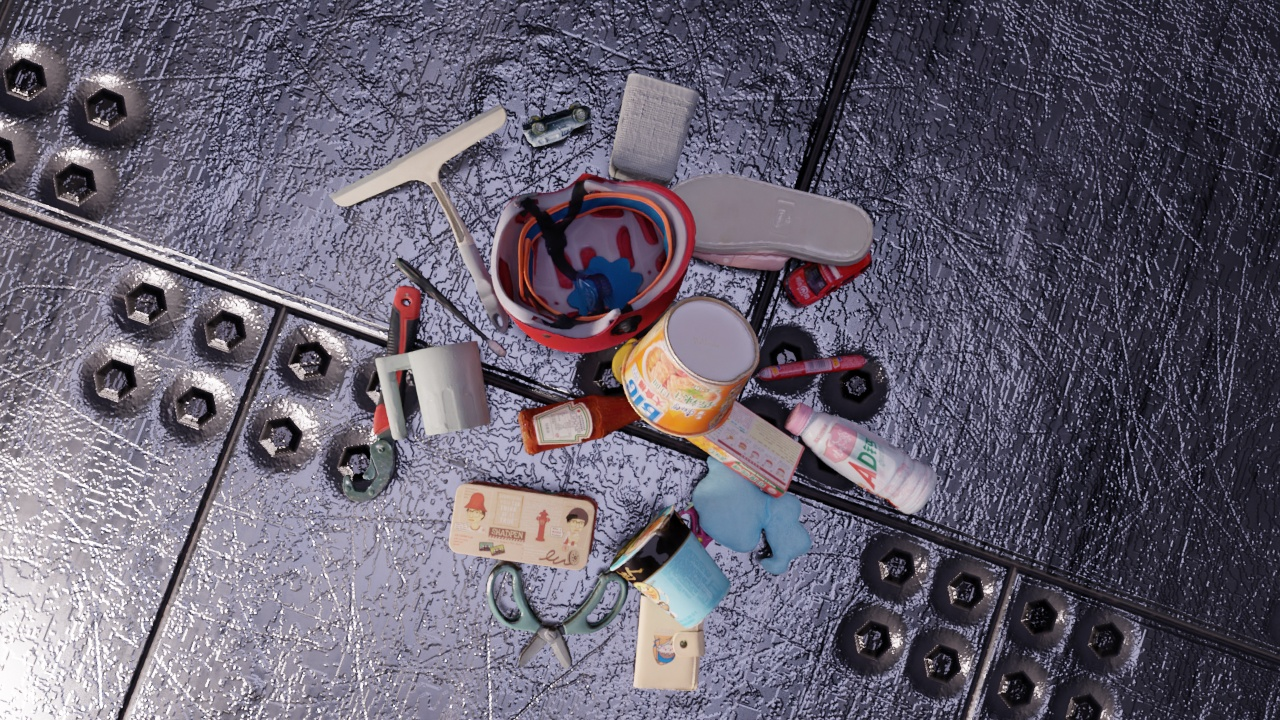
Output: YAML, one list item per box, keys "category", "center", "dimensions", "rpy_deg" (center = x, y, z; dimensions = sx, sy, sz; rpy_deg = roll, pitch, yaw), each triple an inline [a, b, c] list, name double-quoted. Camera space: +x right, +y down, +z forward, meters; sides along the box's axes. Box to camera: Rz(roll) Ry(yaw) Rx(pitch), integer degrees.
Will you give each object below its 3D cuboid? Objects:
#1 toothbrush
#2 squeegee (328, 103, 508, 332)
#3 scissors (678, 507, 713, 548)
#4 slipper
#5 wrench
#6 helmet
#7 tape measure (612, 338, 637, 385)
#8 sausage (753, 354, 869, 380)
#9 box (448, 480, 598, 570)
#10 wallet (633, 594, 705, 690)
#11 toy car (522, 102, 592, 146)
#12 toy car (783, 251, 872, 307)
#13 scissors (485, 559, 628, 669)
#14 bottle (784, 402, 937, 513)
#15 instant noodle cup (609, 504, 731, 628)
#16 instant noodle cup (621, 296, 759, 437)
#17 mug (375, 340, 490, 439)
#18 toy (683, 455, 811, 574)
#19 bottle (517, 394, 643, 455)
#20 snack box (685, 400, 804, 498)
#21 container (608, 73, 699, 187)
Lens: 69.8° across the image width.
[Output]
- category: "toothbrush"
  center: [-0.238, -0.067, 1.146]
  dimensions: [0.181, 0.018, 0.015]
  rpy_deg: [42, 87, -2]
- category: "squeegee"
  center: [-0.220, -0.149, 1.139]
  dimensions: [0.247, 0.039, 0.246]
  rpy_deg: [-25, 96, 11]
- category: "scissors"
  center: [0.066, 0.253, 1.165]
  dimensions: [0.063, 0.017, 0.135]
  rpy_deg: [8, 91, -9]
- category: "slipper"
  center: [0.157, -0.171, 1.167]
  dimensions: [0.274, 0.054, 0.114]
  rpy_deg: [7, 79, 5]
- category: "wrench"
  center: [-0.311, 0.042, 1.133]
  dimensions: [0.056, 0.016, 0.273]
  rpy_deg: [13, 87, -6]
- category: "helmet"
  center: [-0.051, -0.104, 1.096]
  dimensions: [0.240, 0.144, 0.206]
  rpy_deg: [-14, 65, -2]
- category: "tape measure"
  center: [-0.007, 0.007, 1.159]
  dimensions: [0.057, 0.029, 0.060]
  rpy_deg: [-45, 92, -5]
- category: "sausage"
  center: [0.221, 0.009, 1.188]
  dimensions: [0.156, 0.020, 0.020]
  rpy_deg: [-7, 88, -6]
- category: "box"
  center: [-0.139, 0.196, 1.121]
  dimensions: [0.168, 0.079, 0.091]
  rpy_deg: [8, 88, 1]
- category: "wallet"
  center: [0.039, 0.355, 1.152]
  dimensions: [0.087, 0.024, 0.115]
  rpy_deg: [5, 86, -5]
- category: "toy car"
  center: [-0.104, -0.298, 1.156]
  dimensions: [0.090, 0.043, 0.034]
  rpy_deg: [-21, 117, -4]
- category: "toy car"
  center: [0.243, -0.114, 1.183]
  dimensions: [0.120, 0.045, 0.053]
  rpy_deg: [-32, 90, -4]
- category: "scissors"
  center: [-0.101, 0.294, 1.130]
  dimensions: [0.170, 0.019, 0.174]
  rpy_deg: [-33, 106, -8]
- category: "bottle"
  center: [0.277, 0.119, 1.167]
  dimensions: [0.197, 0.068, 0.068]
  rpy_deg: [32, 85, 0]
- category: "instant noodle cup"
  center: [0.042, 0.255, 1.111]
  dimensions: [0.111, 0.111, 0.120]
  rpy_deg: [-44, 89, -6]
- category: "instant noodle cup"
  center: [0.065, 0.002, 1.096]
  dimensions: [0.151, 0.112, 0.151]
  rpy_deg: [10, 58, -16]
- category: "mug"
  center: [-0.249, 0.037, 1.108]
  dimensions: [0.124, 0.083, 0.103]
  rpy_deg: [-11, 91, -3]
- category: "toy"
  center: [0.133, 0.193, 1.153]
  dimensions: [0.156, 0.050, 0.161]
  rpy_deg: [-7, 75, -20]
- category: "bottle"
  center: [-0.047, 0.068, 1.138]
  dimensions: [0.206, 0.060, 0.060]
  rpy_deg: [-12, 89, -9]
- category: "snack box"
  center: [0.126, 0.099, 1.153]
  dimensions: [0.156, 0.027, 0.076]
  rpy_deg: [34, 54, -4]
- category: "container"
  center: [0.013, -0.281, 1.145]
  dimensions: [0.090, 0.090, 0.114]
  rpy_deg: [14, 89, -5]
